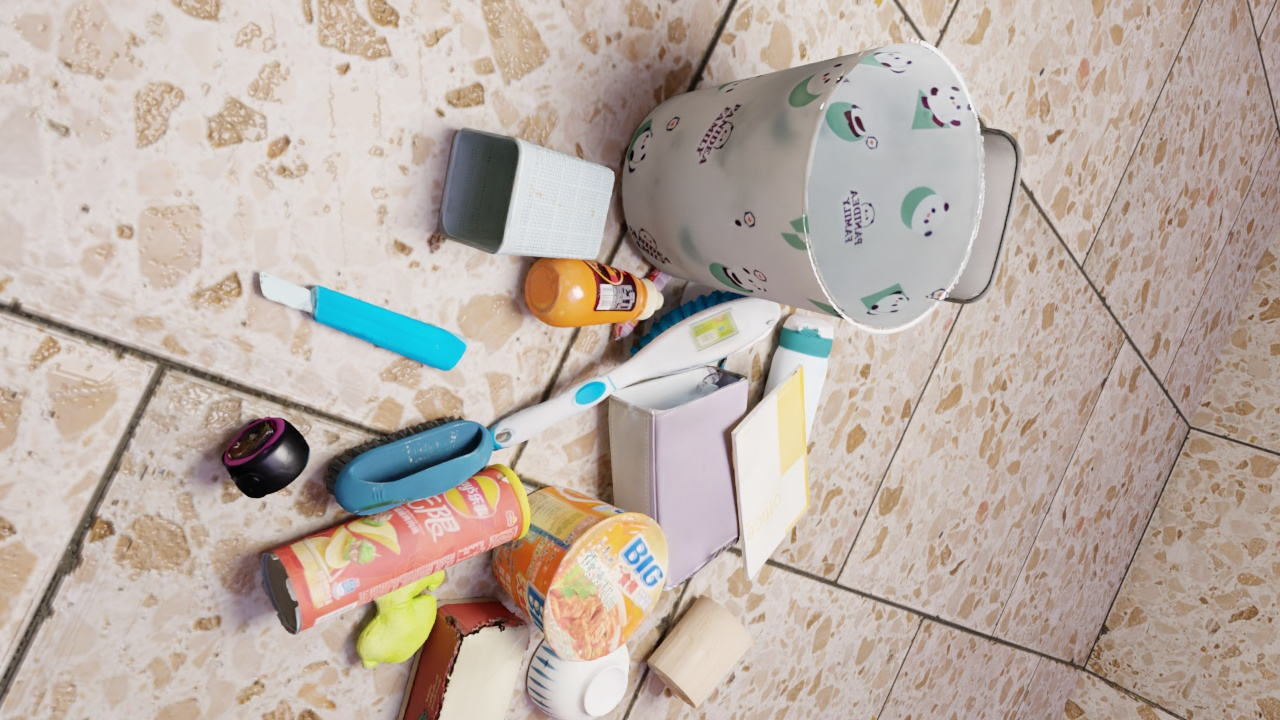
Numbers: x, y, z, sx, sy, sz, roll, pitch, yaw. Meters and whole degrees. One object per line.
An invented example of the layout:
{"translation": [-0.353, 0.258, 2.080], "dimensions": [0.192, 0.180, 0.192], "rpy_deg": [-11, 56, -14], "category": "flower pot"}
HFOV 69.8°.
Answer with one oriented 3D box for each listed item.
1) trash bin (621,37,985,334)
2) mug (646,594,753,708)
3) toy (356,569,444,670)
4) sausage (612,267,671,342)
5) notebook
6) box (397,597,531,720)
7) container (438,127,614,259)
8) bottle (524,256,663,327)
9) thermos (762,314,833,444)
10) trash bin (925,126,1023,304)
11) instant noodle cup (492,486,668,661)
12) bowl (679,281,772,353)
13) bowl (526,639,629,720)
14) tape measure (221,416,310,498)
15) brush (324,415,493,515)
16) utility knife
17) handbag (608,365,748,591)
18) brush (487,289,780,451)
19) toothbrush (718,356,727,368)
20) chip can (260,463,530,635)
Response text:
{"translation": [0.130, -0.152, 0.816], "dimensions": [0.229, 0.252, 0.230], "rpy_deg": [-8, 103, -37], "category": "trash bin"}
{"translation": [0.071, 0.357, 1.112], "dimensions": [0.103, 0.084, 0.125], "rpy_deg": [-45, 158, -20], "category": "mug"}
{"translation": [-0.212, 0.225, 0.818], "dimensions": [0.096, 0.031, 0.100], "rpy_deg": [-29, 124, -35], "category": "toy"}
{"translation": [0.017, -0.080, 0.920], "dimensions": [0.155, 0.020, 0.020], "rpy_deg": [-54, 134, -14], "category": "sausage"}
{"translation": [0.147, 0.125, 1.015], "dimensions": [0.145, 0.010, 0.206], "rpy_deg": [-39, 133, -40], "category": "notebook"}
{"translation": [-0.164, 0.317, 0.866], "dimensions": [0.091, 0.077, 0.168], "rpy_deg": [10, 100, -44], "category": "box"}
{"translation": [-0.090, -0.131, 0.753], "dimensions": [0.111, 0.090, 0.090], "rpy_deg": [2, 105, -47], "category": "container"}
{"translation": [-0.034, -0.061, 0.848], "dimensions": [0.149, 0.067, 0.067], "rpy_deg": [2, 105, -46], "category": "bottle"}
{"translation": [0.176, 0.057, 1.093], "dimensions": [0.073, 0.073, 0.224], "rpy_deg": [4, 103, -44], "category": "thermos"}
{"translation": [0.258, -0.172, 0.999], "dimensions": [0.219, 0.199, 0.199], "rpy_deg": [0, 105, -36], "category": "trash bin"}
{"translation": [-0.064, 0.197, 0.887], "dimensions": [0.151, 0.111, 0.151], "rpy_deg": [-18, 118, -38], "category": "instant noodle cup"}
{"translation": [0.106, -0.053, 0.982], "dimensions": [0.118, 0.065, 0.118], "rpy_deg": [-17, 117, -38], "category": "bowl"}
{"translation": [-0.056, 0.339, 0.984], "dimensions": [0.116, 0.066, 0.116], "rpy_deg": [-17, 117, -38], "category": "bowl"}
{"translation": [-0.277, 0.069, 0.677], "dimensions": [0.057, 0.057, 0.039], "rpy_deg": [-38, 128, -16], "category": "tape measure"}
{"translation": [-0.183, 0.089, 0.761], "dimensions": [0.143, 0.074, 0.055], "rpy_deg": [-18, 113, -37], "category": "brush"}
{"translation": [-0.214, -0.031, 0.723], "dimensions": [0.185, 0.018, 0.034], "rpy_deg": [24, 77, -45], "category": "utility knife"}
{"translation": [0.042, 0.116, 0.962], "dimensions": [0.144, 0.098, 0.197], "rpy_deg": [-15, 112, -36], "category": "handbag"}
{"translation": [-0.005, 0.005, 0.887], "dimensions": [0.314, 0.109, 0.060], "rpy_deg": [-24, 101, 0], "category": "brush"}
{"translation": [0.067, 0.083, 1.034], "dimensions": [0.016, 0.014, 0.189], "rpy_deg": [20, 91, -7], "category": "toothbrush"}
{"translation": [-0.200, 0.155, 0.773], "dimensions": [0.216, 0.073, 0.073], "rpy_deg": [-20, 119, -37], "category": "chip can"}
